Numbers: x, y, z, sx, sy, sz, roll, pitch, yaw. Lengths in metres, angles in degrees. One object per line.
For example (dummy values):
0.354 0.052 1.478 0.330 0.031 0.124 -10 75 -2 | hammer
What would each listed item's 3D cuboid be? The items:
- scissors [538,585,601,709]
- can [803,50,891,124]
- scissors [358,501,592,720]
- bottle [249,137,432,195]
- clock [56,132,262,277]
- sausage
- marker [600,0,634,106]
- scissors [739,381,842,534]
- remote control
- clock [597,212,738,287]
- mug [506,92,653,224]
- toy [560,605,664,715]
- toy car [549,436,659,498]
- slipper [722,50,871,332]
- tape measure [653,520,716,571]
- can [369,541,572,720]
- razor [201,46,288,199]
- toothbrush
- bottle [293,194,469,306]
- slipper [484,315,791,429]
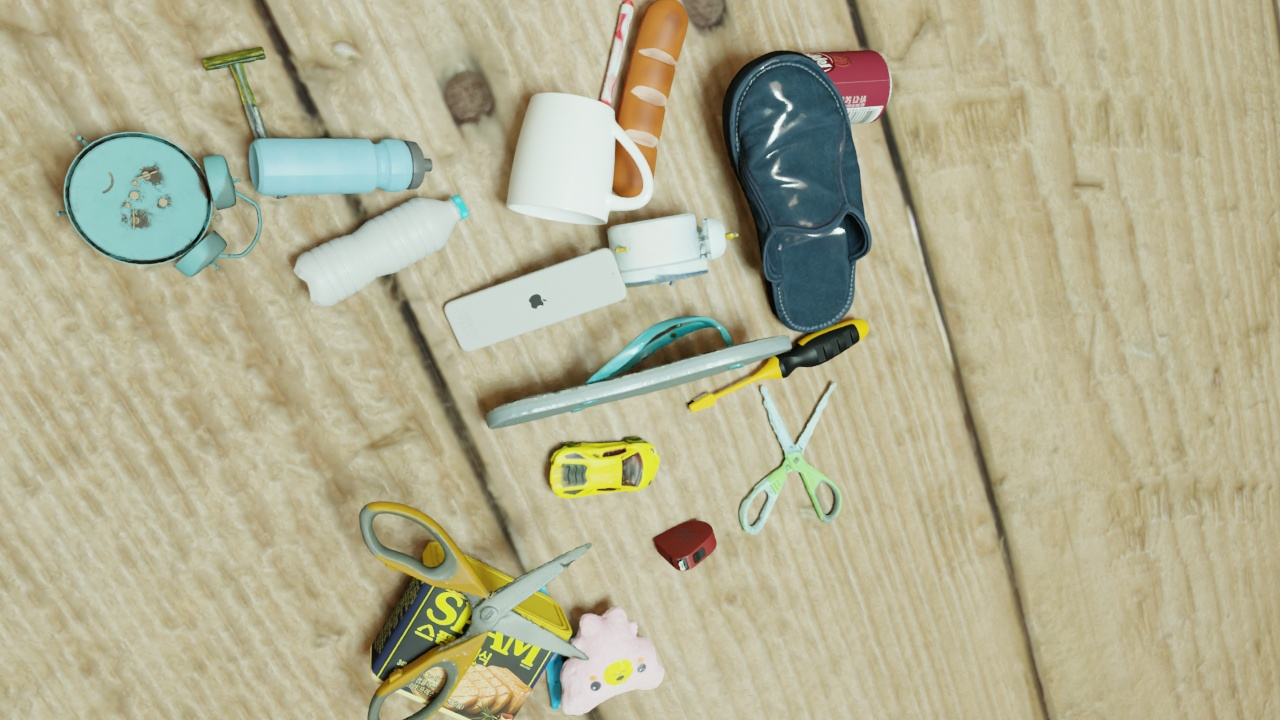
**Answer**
-0.081 0.254 0.839 0.134 0.011 0.140 -31 111 -12 | scissors
0.160 -0.239 0.809 0.114 0.063 0.063 -10 104 -20 | can
-0.143 0.193 0.713 0.225 0.016 0.230 -37 108 -4 | scissors
-0.217 -0.144 0.678 0.129 0.040 0.040 -8 104 -32 | bottle
-0.330 -0.108 0.640 0.124 0.053 0.090 16 95 -24 | clock
0.005 -0.215 0.760 0.039 0.044 0.164 9 97 -34 | sausage
-0.026 -0.228 0.763 0.012 0.013 0.142 11 96 -24 | marker
0.147 0.100 0.898 0.165 0.024 0.171 -32 109 -7 | scissors
-0.085 -0.048 0.743 0.147 0.008 0.045 -18 109 8 | remote control
0.026 -0.093 0.774 0.117 0.083 0.057 -13 99 -19 | clock
-0.044 -0.156 0.723 0.114 0.081 0.087 9 91 10 | mug
-0.028 0.269 0.831 0.102 0.050 0.093 -10 105 -25 | toy
-0.031 0.096 0.817 0.106 0.030 0.049 -4 101 -23 | toy car
0.147 -0.127 0.780 0.109 0.083 0.266 -19 122 -5 | slipper
0.046 0.171 0.847 0.051 0.059 0.019 -22 108 -17 | tape measure
-0.144 0.233 0.769 0.135 0.075 0.104 32 90 -18 | can
-0.278 -0.170 0.667 0.042 0.026 0.106 -20 112 -20 | razor
0.132 0.005 0.866 0.196 0.031 0.031 -25 113 -14 | toothbrush
-0.196 -0.089 0.704 0.136 0.044 0.044 -30 110 -14 | bottle
-0.005 0.005 0.787 0.268 0.098 0.054 -15 81 -11 | slipper
